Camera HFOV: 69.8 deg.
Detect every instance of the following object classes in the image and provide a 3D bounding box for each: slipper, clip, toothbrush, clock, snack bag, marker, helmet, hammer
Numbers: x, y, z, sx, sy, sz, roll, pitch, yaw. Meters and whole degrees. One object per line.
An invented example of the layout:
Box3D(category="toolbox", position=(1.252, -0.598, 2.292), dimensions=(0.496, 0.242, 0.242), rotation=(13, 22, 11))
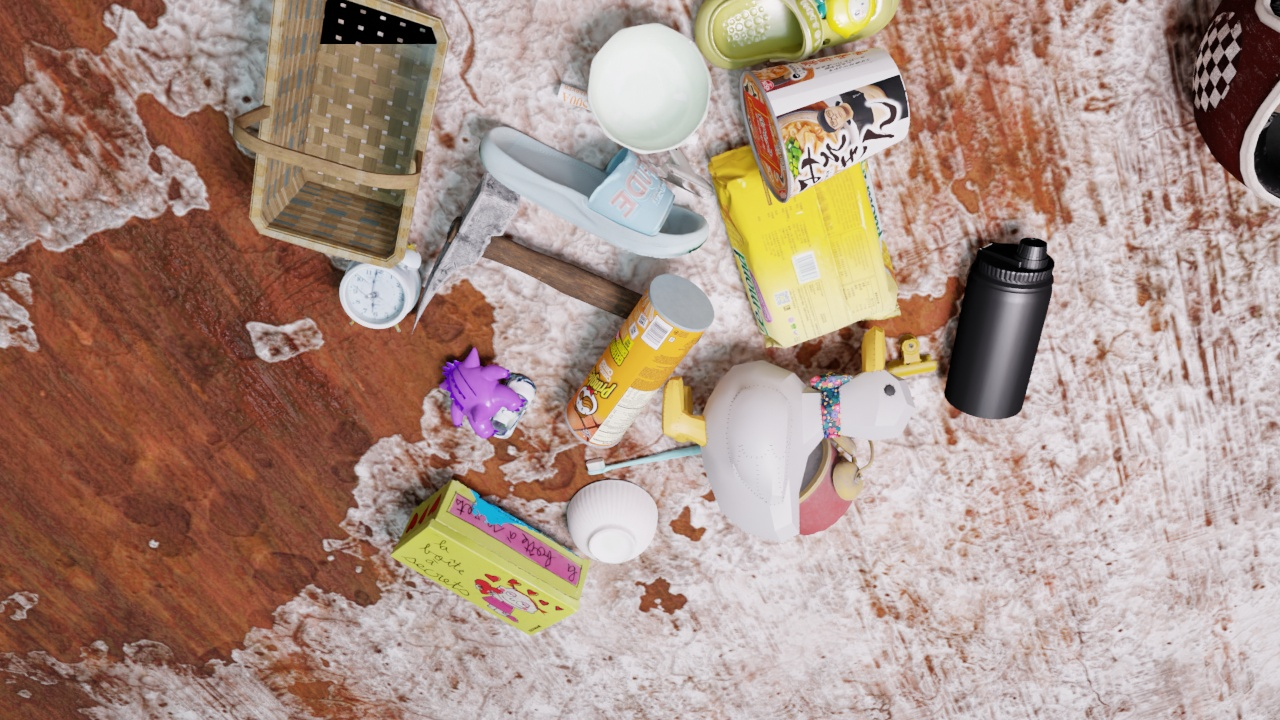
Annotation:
Box3D(category="slipper", position=(-0.040, -0.176, 0.910), dimensions=(0.245, 0.103, 0.074), rotation=(24, 121, -9))
Box3D(category="clip", position=(0.312, -0.004, 1.057), dimensions=(0.054, 0.044, 0.049), rotation=(-10, 145, 7))
Box3D(category="toothbrush", position=(0.021, 0.118, 1.135), dimensions=(0.181, 0.016, 0.016), rotation=(-10, 112, 6))
Box3D(category="clock", position=(0.213, 0.141, 1.091), dimensions=(0.159, 0.116, 0.081), rotation=(-36, 119, 26))
Box3D(category="snack bag", position=(0.176, -0.127, 0.959), dimensions=(0.160, 0.068, 0.247), rotation=(-17, 119, 11))
Box3D(category="clip", position=(0.032, -0.189, 0.930), dimensions=(0.046, 0.101, 0.056), rotation=(-48, 68, 17))
Box3D(category="clock", position=(-0.278, -0.091, 0.983), dimensions=(0.083, 0.057, 0.118), rotation=(9, 113, -6))
Box3D(category="marker", position=(-0.012, -0.245, 0.916), dimensions=(0.145, 0.017, 0.017), rotation=(17, 119, -10))
Box3D(category="helmet", position=(0.598, -0.249, 0.780), dimensions=(0.233, 0.252, 0.234), rotation=(11, 145, -1))
Box3D(category="slipper", position=(0.143, -0.319, 0.838), dimensions=(0.191, 0.081, 0.092), rotation=(-13, 118, 10))
Box3D(category="hammer", position=(-0.083, -0.059, 1.006), dimensions=(0.300, 0.037, 0.218), rotation=(22, 133, -22))

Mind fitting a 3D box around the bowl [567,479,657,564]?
Box3D(category="bowl", position=(-0.036, 0.216, 1.165), dimensions=(0.118, 0.062, 0.118), rotation=(0, 121, -1))

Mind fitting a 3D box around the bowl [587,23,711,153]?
Box3D(category="bowl", position=(0.005, -0.255, 0.875), dimensions=(0.117, 0.061, 0.117), rotation=(-1, 99, -7))

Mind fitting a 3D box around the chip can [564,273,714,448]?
Box3D(category="chip can", position=(-0.006, 0.006, 0.995), dimensions=(0.075, 0.075, 0.216), rotation=(24, 133, -14))

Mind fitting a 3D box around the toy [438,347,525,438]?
Box3D(category="toy", position=(-0.191, 0.038, 1.055), dimensions=(0.106, 0.055, 0.088), rotation=(-44, 73, 25))

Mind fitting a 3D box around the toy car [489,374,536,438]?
Box3D(category="toy car", position=(-0.156, 0.057, 1.089), dimensions=(0.038, 0.027, 0.090), rotation=(27, 117, -14))

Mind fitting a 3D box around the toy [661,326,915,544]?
Box3D(category="toy", position=(0.159, 0.075, 1.011), dimensions=(0.268, 0.141, 0.246), rotation=(6, 82, 13))

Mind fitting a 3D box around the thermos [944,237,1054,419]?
Box3D(category="thermos", position=(0.393, -0.042, 1.001), dimensions=(0.086, 0.086, 0.199), rotation=(0, 121, -1))

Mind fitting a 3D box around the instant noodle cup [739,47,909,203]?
Box3D(category="instant noodle cup", position=(0.168, -0.222, 0.833), dimensions=(0.122, 0.123, 0.124), rotation=(-19, 120, -1))

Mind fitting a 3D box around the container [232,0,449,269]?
Box3D(category="container", position=(-0.269, -0.208, 0.836), dimensions=(0.157, 0.186, 0.250), rotation=(15, 120, -10))

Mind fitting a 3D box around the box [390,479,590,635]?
Box3D(category="box", position=(-0.188, 0.251, 1.157), dimensions=(0.221, 0.081, 0.125), rotation=(35, 135, -21))
